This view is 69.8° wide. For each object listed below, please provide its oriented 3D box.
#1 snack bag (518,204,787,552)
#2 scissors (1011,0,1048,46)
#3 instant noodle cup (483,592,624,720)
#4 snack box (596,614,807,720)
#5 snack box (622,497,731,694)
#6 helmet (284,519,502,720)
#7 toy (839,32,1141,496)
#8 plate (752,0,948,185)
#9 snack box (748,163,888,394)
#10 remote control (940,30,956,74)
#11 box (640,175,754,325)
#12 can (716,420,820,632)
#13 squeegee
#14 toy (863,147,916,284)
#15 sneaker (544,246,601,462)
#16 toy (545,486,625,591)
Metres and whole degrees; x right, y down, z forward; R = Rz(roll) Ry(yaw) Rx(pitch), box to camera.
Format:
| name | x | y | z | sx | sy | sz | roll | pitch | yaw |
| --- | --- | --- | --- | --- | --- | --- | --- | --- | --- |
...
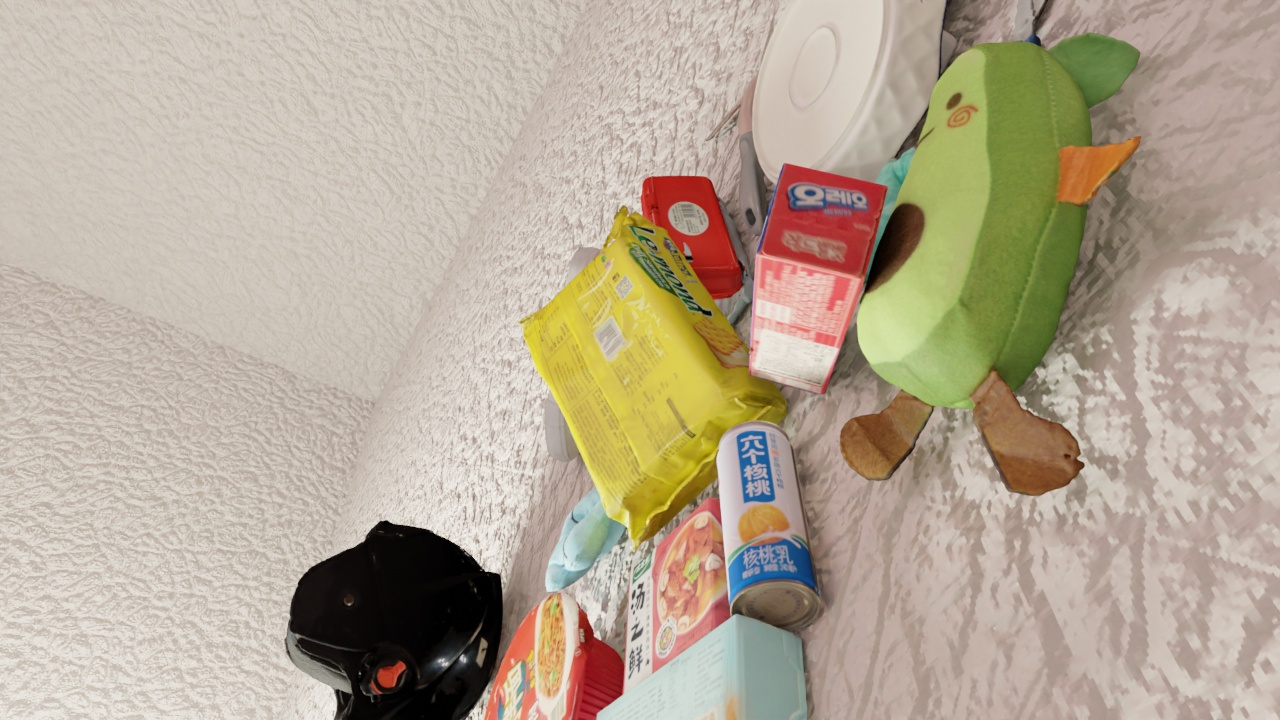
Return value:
| name | x | y | z | sx | sy | sz | roll | pitch | yaw |
| --- | --- | --- | --- | --- | --- | --- | --- | --- | --- |
| snack bag | -0.004 | 0.004 | 0.722 | 0.158 | 0.068 | 0.246 | -45 | 53 | 20 |
| scissors | 0.237 | -0.195 | 0.570 | 0.163 | 0.012 | 0.163 | -56 | 21 | 27 |
| instant noodle cup | -0.066 | 0.288 | 0.730 | 0.194 | 0.066 | 0.193 | -54 | 22 | 34 |
| snack box | 0.031 | 0.229 | 0.561 | 0.175 | 0.051 | 0.074 | -49 | 24 | 39 |
| snack box | 0.035 | 0.160 | 0.640 | 0.113 | 0.044 | 0.126 | -51 | 24 | 37 |
| helmet | -0.268 | 0.311 | 0.990 | 0.234 | 0.230 | 0.274 | 130 | 147 | -61 |
| toy | 0.169 | -0.055 | 0.468 | 0.227 | 0.090 | 0.246 | 156 | 130 | -70 |
| plate | 0.149 | -0.218 | 0.703 | 0.205 | 0.045 | 0.205 | -170 | 90 | -67 |
| snack box | 0.098 | -0.038 | 0.545 | 0.208 | 0.058 | 0.057 | 74 | -148 | -71 |
| remote control | 0.195 | -0.232 | 0.711 | 0.056 | 0.020 | 0.136 | -61 | 20 | 16 |
| box | 0.051 | -0.092 | 0.871 | 0.201 | 0.095 | 0.099 | -98 | 8 | -54 |
| can | 0.078 | 0.101 | 0.581 | 0.053 | 0.053 | 0.134 | -52 | 23 | 34 |
| squeegee | 0.112 | -0.219 | 0.889 | 0.248 | 0.040 | 0.249 | -42 | 31 | 49 |
| toy | 0.171 | -0.104 | 0.608 | 0.097 | 0.030 | 0.091 | 134 | 151 | -65 |
| sneaker | -0.041 | 0.002 | 0.996 | 0.089 | 0.091 | 0.242 | -37 | -40 | -67 |
| toy | -0.041 | 0.147 | 0.812 | 0.155 | 0.050 | 0.162 | -50 | -7 | -47 |
